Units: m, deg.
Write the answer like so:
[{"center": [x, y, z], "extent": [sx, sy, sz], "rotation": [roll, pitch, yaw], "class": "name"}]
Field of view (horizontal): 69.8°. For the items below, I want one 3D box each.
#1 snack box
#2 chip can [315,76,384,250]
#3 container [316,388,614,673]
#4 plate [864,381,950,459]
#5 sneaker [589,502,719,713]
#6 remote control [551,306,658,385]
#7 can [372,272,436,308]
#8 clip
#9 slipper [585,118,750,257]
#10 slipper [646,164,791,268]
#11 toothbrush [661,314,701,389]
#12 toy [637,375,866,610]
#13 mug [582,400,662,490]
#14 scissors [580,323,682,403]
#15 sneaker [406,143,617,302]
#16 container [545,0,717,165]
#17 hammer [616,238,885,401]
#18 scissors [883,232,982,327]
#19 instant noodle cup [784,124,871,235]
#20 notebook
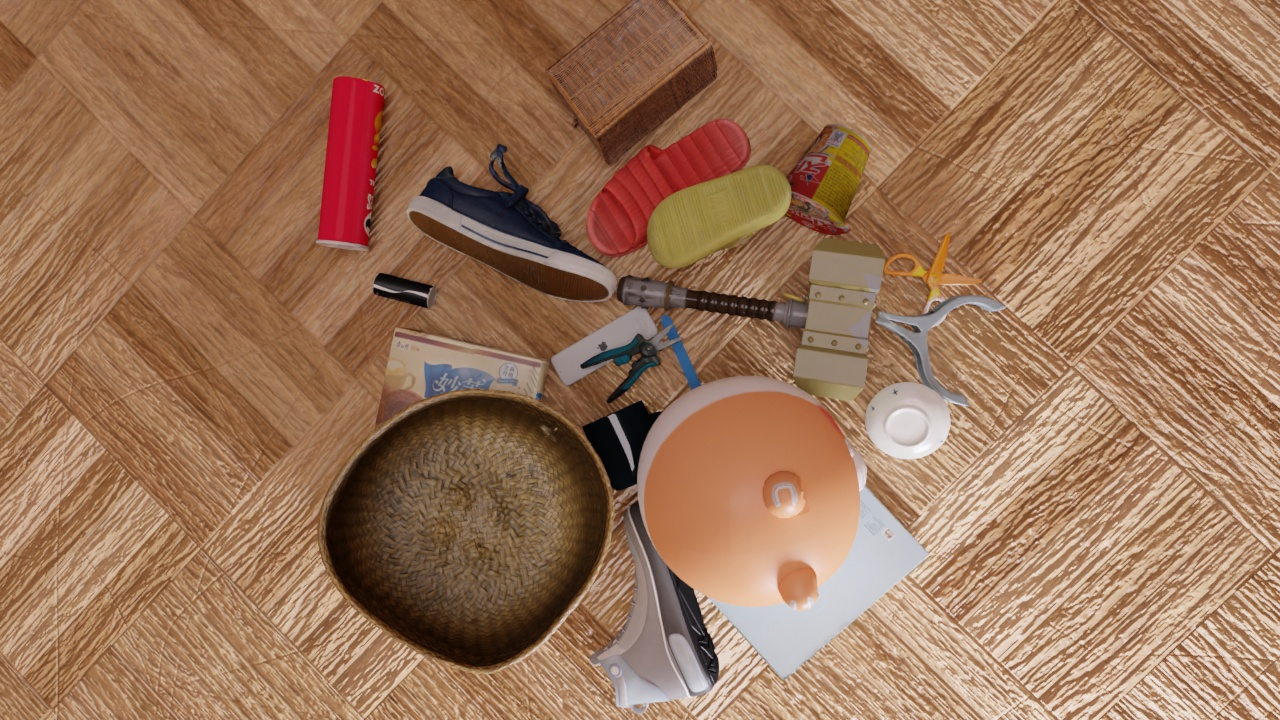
[{"center": [-0.240, 0.051, 1.224], "extent": [0.207, 0.055, 0.153], "rotation": [13, 92, 6], "class": "snack box"}, {"center": [-0.389, -0.262, 1.232], "extent": [0.069, 0.069, 0.220], "rotation": [6, 91, 7], "class": "chip can"}, {"center": [-0.197, 0.187, 1.072], "extent": [0.306, 0.197, 0.306], "rotation": [1, 82, -10], "class": "container"}, {"center": [0.336, 0.080, 1.155], "extent": [0.104, 0.026, 0.104], "rotation": [5, 108, 16], "class": "plate"}, {"center": [-0.008, 0.322, 1.190], "extent": [0.161, 0.093, 0.256], "rotation": [-22, 87, 15], "class": "sneaker"}, {"center": [-0.048, -0.020, 1.224], "extent": [0.147, 0.008, 0.045], "rotation": [-30, 87, 6], "class": "remote control"}, {"center": [-0.320, -0.095, 1.244], "extent": [0.080, 0.031, 0.031], "rotation": [14, 92, 6], "class": "can"}, {"center": [0.396, -0.042, 1.155], "extent": [0.164, 0.031, 0.169], "rotation": [-43, 97, -2], "class": "clip"}, {"center": [0.031, -0.230, 1.189], "extent": [0.249, 0.059, 0.103], "rotation": [-36, 87, 4], "class": "slipper"}, {"center": [0.100, -0.179, 1.144], "extent": [0.191, 0.081, 0.091], "rotation": [-23, 82, 19], "class": "slipper"}, {"center": [0.065, 0.016, 1.208], "extent": [0.016, 0.014, 0.166], "rotation": [-24, 87, 6], "class": "toothbrush"}, {"center": [0.134, 0.155, 1.063], "extent": [0.265, 0.280, 0.263], "rotation": [-14, 109, -7], "class": "toy"}, {"center": [-0.002, 0.104, 1.190], "extent": [0.121, 0.085, 0.094], "rotation": [-23, 88, -23], "class": "mug"}, {"center": [-0.014, 0.004, 1.193], "extent": [0.151, 0.019, 0.119], "rotation": [4, 113, 16], "class": "scissors"}, {"center": [-0.150, -0.179, 1.200], "extent": [0.294, 0.121, 0.127], "rotation": [26, 71, 8], "class": "sneaker"}, {"center": [-0.010, -0.362, 1.165], "extent": [0.198, 0.113, 0.112], "rotation": [-37, 82, 4], "class": "container"}, {"center": [0.129, -0.067, 1.164], "extent": [0.325, 0.100, 0.190], "rotation": [9, 91, 12], "class": "hammer"}, {"center": [0.372, -0.101, 1.172], "extent": [0.125, 0.011, 0.131], "rotation": [4, 92, 5], "class": "scissors"}, {"center": [0.232, -0.231, 1.152], "extent": [0.100, 0.100, 0.112], "rotation": [27, 85, 6], "class": "instant noodle cup"}, {"center": [0.218, 0.268, 1.194], "extent": [0.253, 0.009, 0.181], "rotation": [-43, 86, 6], "class": "notebook"}]
